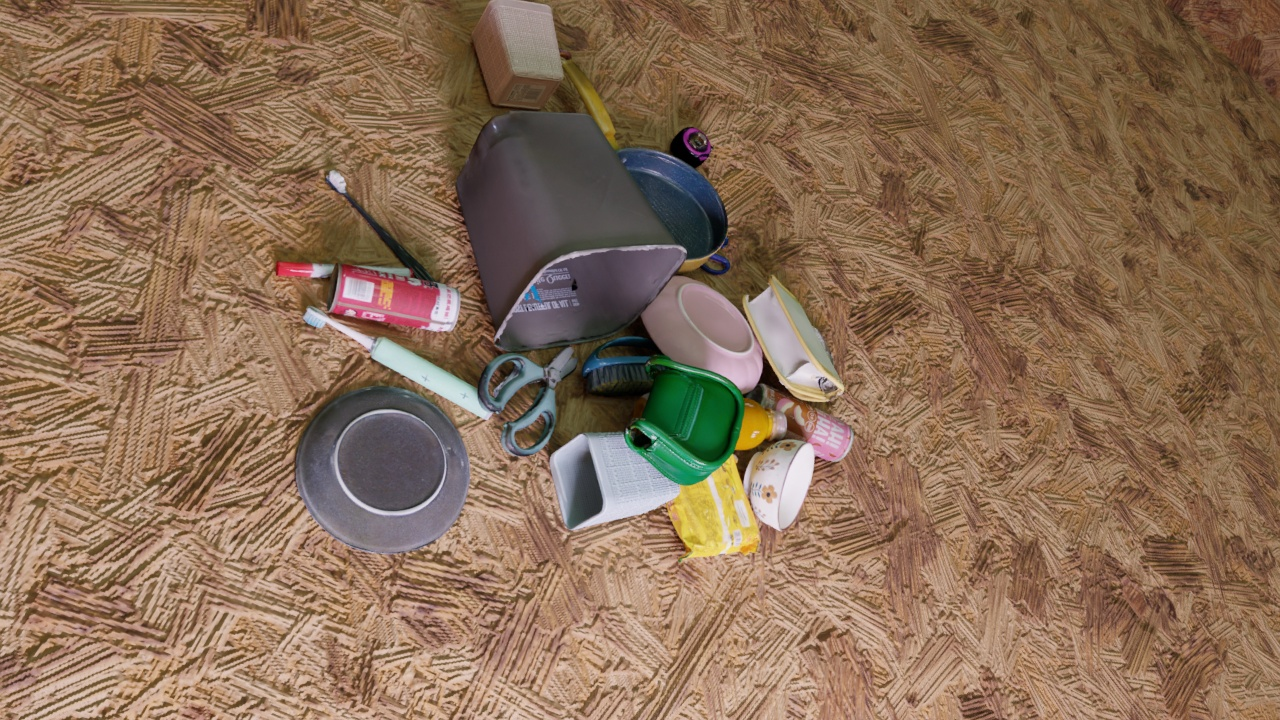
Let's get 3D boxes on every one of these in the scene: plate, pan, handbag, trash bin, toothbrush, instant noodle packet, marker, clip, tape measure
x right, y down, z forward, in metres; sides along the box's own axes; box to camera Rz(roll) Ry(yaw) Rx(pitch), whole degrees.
[{"bbox_3d":[0.087,-0.042,1.173,0.192,0.039,0.192,27,35,-22],"label":"plate"},{"bbox_3d":[-0.020,-0.272,1.236,0.197,0.078,0.357,-28,73,-38],"label":"pan"},{"bbox_3d":[0.218,-0.016,1.245,0.178,0.063,0.163,27,35,-51],"label":"handbag"},{"bbox_3d":[0.046,0.064,1.009,0.120,0.068,0.131,30,51,-14],"label":"handbag"},{"bbox_3d":[-0.098,-0.154,1.069,0.198,0.199,0.219,-9,64,-37],"label":"trash bin"},{"bbox_3d":[-0.255,0.001,0.985,0.224,0.027,0.026,31,17,-15],"label":"toothbrush"},{"bbox_3d":[0.080,0.174,1.093,0.110,0.044,0.128,-2,65,-27],"label":"instant noodle packet"},{"bbox_3d":[-0.321,-0.097,1.001,0.145,0.017,0.017,0,66,-32],"label":"marker"},{"bbox_3d":[-0.255,0.106,0.933,0.179,0.024,0.179,14,59,-25],"label":"plate"},{"bbox_3d":[-0.293,-0.147,1.046,0.181,0.018,0.015,48,48,-4],"label":"toothbrush"},{"bbox_3d":[-0.145,0.024,1.047,0.025,0.032,0.057,48,48,-9],"label":"clip"},{"bbox_3d":[0.075,-0.313,1.343,0.057,0.039,0.057,47,51,-3],"label":"tape measure"}]

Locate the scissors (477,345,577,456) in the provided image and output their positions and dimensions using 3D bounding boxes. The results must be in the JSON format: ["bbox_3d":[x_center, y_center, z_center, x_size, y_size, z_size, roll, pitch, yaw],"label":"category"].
[{"bbox_3d":[-0.124,0.020,1.041,0.143,0.019,0.179,56,43,-24],"label":"scissors"}]

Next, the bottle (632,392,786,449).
[{"bbox_3d":[0.087,0.075,1.115,0.189,0.068,0.068,4,64,-19],"label":"bottle"}]

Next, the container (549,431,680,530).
[{"bbox_3d":[-0.026,0.130,1.024,0.111,0.090,0.090,-2,68,-37],"label":"container"}]

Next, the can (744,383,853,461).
[{"bbox_3d":[0.207,0.083,1.209,0.147,0.058,0.057,25,56,-19],"label":"can"}]

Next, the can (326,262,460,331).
[{"bbox_3d":[-0.267,-0.067,0.995,0.132,0.053,0.053,10,61,-28],"label":"can"}]

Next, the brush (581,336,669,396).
[{"bbox_3d":[-0.007,0.007,1.118,0.143,0.055,0.073,-1,67,-32],"label":"brush"}]

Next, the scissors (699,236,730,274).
[{"bbox_3d":[0.053,-0.175,1.277,0.172,0.012,0.132,37,54,-9],"label":"scissors"}]

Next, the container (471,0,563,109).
[{"bbox_3d":[-0.160,-0.401,1.213,0.089,0.090,0.111,-4,71,-33],"label":"container"}]

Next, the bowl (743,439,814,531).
[{"bbox_3d":[0.166,0.148,1.135,0.062,0.114,0.113,15,47,25],"label":"bowl"}]
